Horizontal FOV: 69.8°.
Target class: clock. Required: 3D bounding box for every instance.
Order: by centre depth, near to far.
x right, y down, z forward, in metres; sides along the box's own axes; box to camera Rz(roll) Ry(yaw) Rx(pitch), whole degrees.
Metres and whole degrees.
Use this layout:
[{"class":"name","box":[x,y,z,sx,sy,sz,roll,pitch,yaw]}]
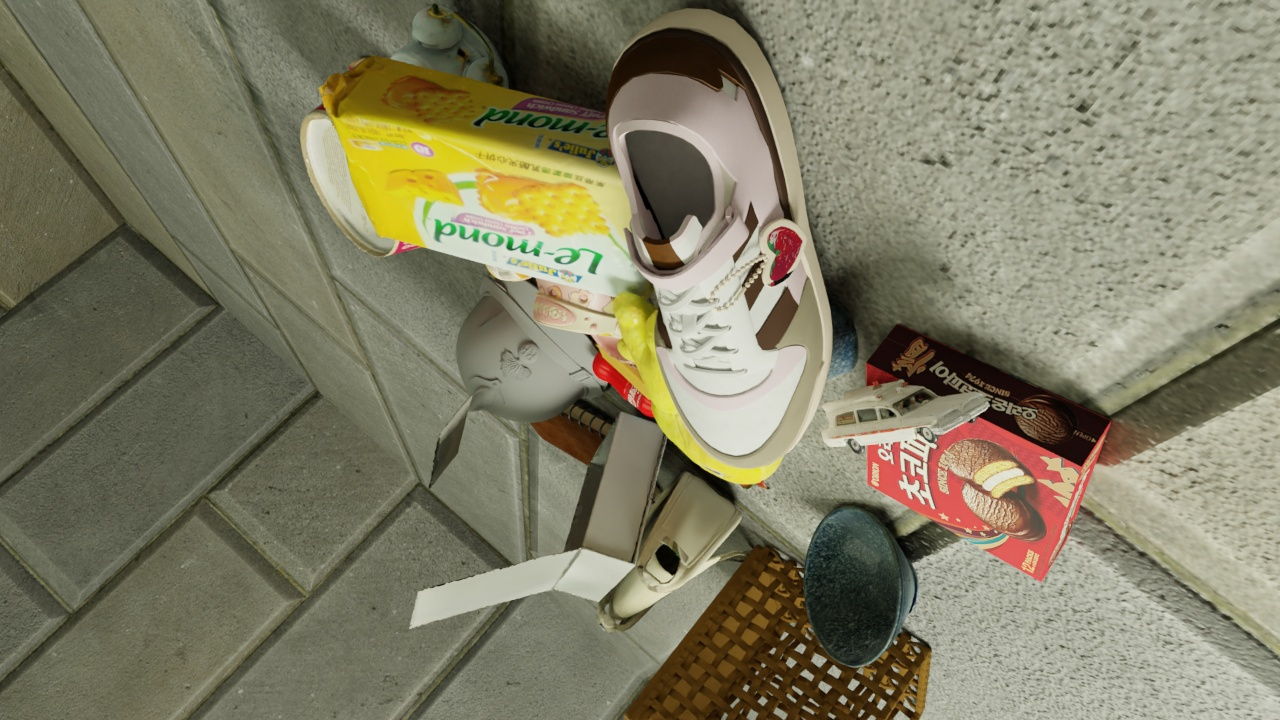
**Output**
[{"class":"clock","box":[-0.135,-0.210,0.665,0.083,0.056,0.118,46,152,-9]}]

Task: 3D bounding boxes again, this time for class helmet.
[{"class":"helmet","box":[-0.143,0.011,1.007,0.183,0.117,0.272,45,163,-6]}]

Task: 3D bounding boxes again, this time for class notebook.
[{"class":"notebook","box":[-0.083,0.092,1.180,0.226,0.024,0.167,25,156,38]}]

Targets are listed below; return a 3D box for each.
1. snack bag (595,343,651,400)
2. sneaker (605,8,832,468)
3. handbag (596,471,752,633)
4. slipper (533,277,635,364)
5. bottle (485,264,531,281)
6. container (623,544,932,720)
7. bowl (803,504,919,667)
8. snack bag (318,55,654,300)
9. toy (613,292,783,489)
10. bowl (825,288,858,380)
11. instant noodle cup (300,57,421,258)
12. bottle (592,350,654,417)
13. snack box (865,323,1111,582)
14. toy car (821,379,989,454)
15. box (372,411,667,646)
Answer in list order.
[{"class":"snack bag","box":[-0.005,0.005,0.865,0.099,0.026,0.020,43,149,33]},{"class":"sneaker","box":[0.041,-0.033,0.516,0.112,0.116,0.294,4,128,21]},{"class":"handbag","box":[0.047,0.224,1.017,0.132,0.183,0.230,36,146,7]},{"class":"slipper","box":[-0.050,-0.053,0.780,0.093,0.081,0.197,19,151,44]},{"class":"bottle","box":[-0.121,-0.121,0.797,0.063,0.063,0.109,25,152,39]},{"class":"container","box":[0.158,0.395,1.023,0.214,0.251,0.220,30,155,31]},{"class":"bowl","box":[0.206,0.198,0.808,0.057,0.137,0.137,7,171,-23]},{"class":"snack bag","box":[-0.094,-0.126,0.640,0.247,0.068,0.160,15,158,3]},{"class":"toy","box":[0.049,0.025,0.708,0.207,0.092,0.134,42,177,-40]},{"class":"bowl","box":[0.092,-0.015,0.635,0.110,0.055,0.110,35,158,17]},{"class":"instant noodle cup","box":[-0.234,-0.170,0.826,0.179,0.077,0.179,32,142,29]},{"class":"bottle","box":[0.004,0.029,0.883,0.119,0.036,0.036,37,159,31]},{"class":"snack box","box":[0.213,0.062,0.592,0.133,0.035,0.152,30,155,31]},{"class":"toy car","box":[0.150,0.029,0.543,0.039,0.039,0.113,66,157,0]},{"class":"box","box":[-0.113,0.186,0.961,0.164,0.329,0.167,64,154,19]}]
